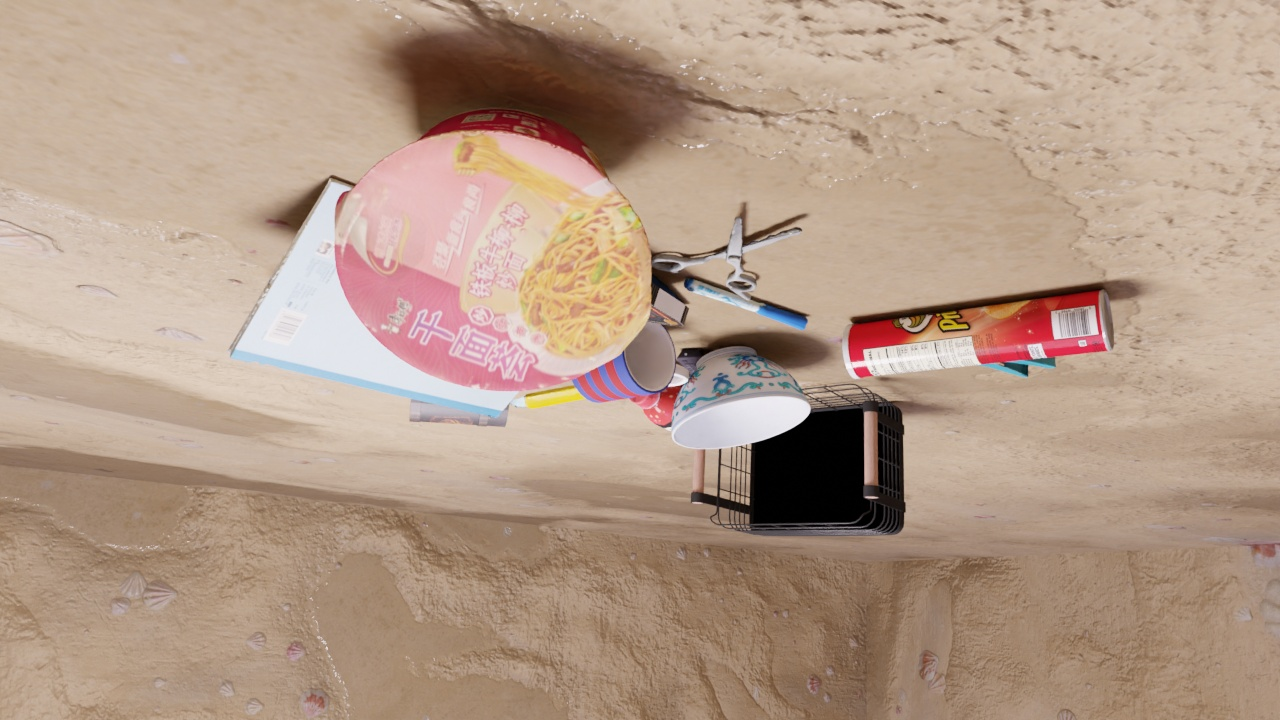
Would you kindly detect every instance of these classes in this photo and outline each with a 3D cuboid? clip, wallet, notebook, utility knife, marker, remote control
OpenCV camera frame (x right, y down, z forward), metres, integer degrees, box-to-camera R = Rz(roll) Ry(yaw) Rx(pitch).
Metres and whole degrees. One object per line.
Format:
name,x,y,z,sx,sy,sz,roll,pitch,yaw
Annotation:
clip,0.339,-0.015,0.854,0.130,0.031,0.121,5,160,-3
wallet,-0.021,-0.061,0.745,0.072,0.019,0.123,10,168,39
notebook,-0.175,-0.035,0.751,0.253,0.009,0.181,18,125,-40
utility knife,-0.073,0.036,1.075,0.165,0.017,0.030,-13,137,-2
marker,0.094,-0.049,0.809,0.141,0.013,0.013,15,161,-34
remote control,0.075,0.013,1.024,0.032,0.015,0.136,-2,160,20

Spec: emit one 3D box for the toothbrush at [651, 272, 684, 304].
toothbrush,0.007,-0.067,0.762,0.014,0.014,0.167,9,168,24

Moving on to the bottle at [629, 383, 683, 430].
bottle,0.037,0.052,1.084,0.062,0.062,0.137,-8,161,36

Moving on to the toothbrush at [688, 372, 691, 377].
toothbrush,0.029,0.006,1.008,0.016,0.016,0.166,-6,162,29

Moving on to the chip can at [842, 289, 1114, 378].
chip can,0.286,-0.021,0.794,0.215,0.051,0.051,-8,160,34

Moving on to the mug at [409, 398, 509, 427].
mug,-0.208,0.031,1.065,0.107,0.080,0.116,6,-168,-12

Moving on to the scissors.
scissors,0.078,-0.077,0.715,0.142,0.014,0.161,-4,163,35

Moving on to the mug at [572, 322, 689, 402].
mug,-0.005,0.005,0.902,0.076,0.074,0.111,-12,155,43

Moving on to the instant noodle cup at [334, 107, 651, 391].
instant noodle cup,-0.083,-0.072,0.548,0.178,0.077,0.179,-1,130,-1

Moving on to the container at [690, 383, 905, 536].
container,0.197,0.125,1.117,0.242,0.162,0.130,-8,160,36

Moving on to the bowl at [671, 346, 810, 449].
bowl,0.097,0.032,0.952,0.144,0.074,0.144,-9,157,-4
